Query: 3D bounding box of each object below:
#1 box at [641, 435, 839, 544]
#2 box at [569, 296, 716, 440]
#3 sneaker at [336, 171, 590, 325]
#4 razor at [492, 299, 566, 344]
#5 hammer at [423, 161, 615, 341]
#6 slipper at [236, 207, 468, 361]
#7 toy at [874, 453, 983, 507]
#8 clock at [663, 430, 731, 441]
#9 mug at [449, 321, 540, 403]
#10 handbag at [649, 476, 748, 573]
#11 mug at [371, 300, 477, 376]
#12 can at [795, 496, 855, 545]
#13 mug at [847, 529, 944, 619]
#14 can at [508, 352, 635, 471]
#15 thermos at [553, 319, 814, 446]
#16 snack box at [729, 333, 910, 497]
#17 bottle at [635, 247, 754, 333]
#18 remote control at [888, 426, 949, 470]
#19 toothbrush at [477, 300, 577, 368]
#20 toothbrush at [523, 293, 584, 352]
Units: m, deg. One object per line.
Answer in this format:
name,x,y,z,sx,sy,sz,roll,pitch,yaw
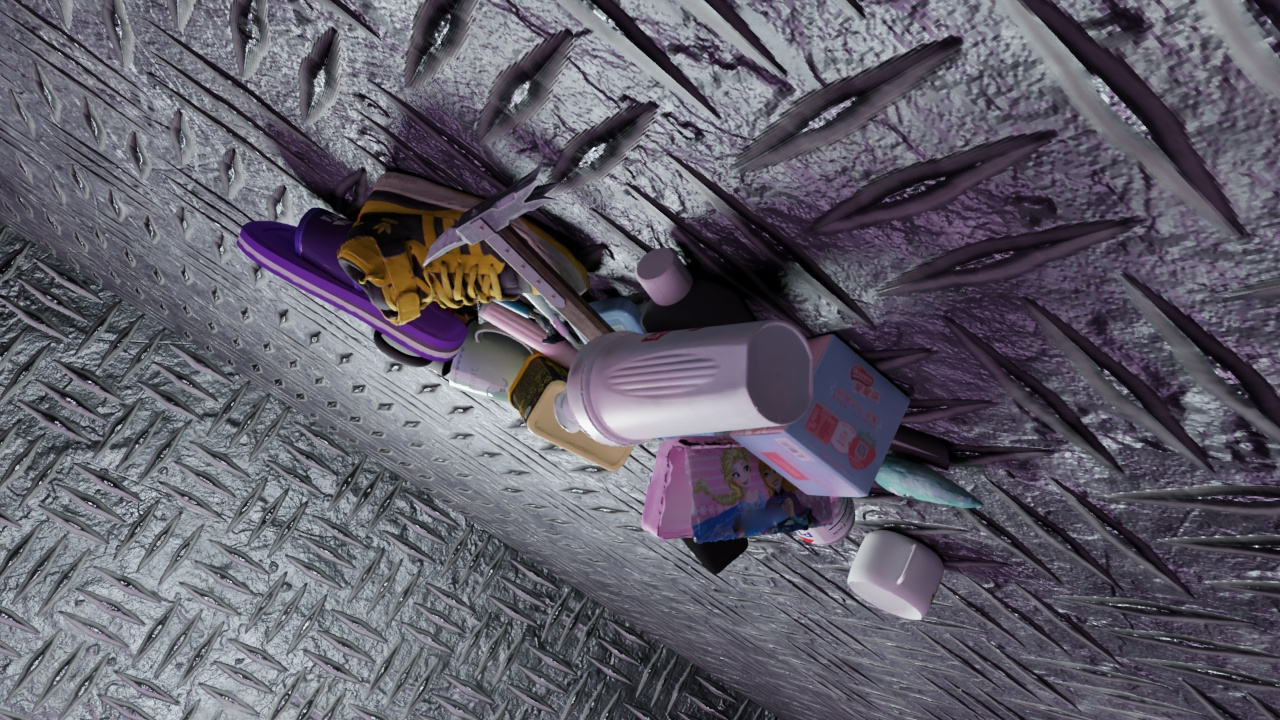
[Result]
box,0.112,0.111,0.793,0.230,0.085,0.071,2,-164,-41
box,-0.011,0.013,0.920,0.125,0.043,0.209,10,146,43
sneaker,-0.172,-0.081,0.837,0.239,0.122,0.086,24,161,20
razor,-0.143,-0.060,0.997,0.144,0.022,0.042,31,-164,10
hammer,-0.044,-0.026,0.822,0.147,0.028,0.317,-24,129,29
slipper,-0.302,-0.106,1.014,0.266,0.084,0.107,31,-159,1
toy,0.245,0.109,0.816,0.085,0.033,0.105,25,175,-11
clock,0.088,0.115,1.051,0.123,0.045,0.159,21,156,27
mug,-0.161,0.000,1.082,0.104,0.083,0.111,18,139,3
handbag,0.089,0.188,1.200,0.125,0.114,0.154,46,174,32
mug,-0.266,-0.032,1.098,0.098,0.117,0.082,30,122,2
can,0.167,0.133,0.947,0.070,0.070,0.132,9,151,45
mug,0.287,0.235,1.023,0.094,0.068,0.116,26,159,12
can,-0.072,0.058,1.026,0.130,0.072,0.101,29,-174,-24
thermos,0.030,0.018,0.700,0.099,0.099,0.221,41,152,-28
snack box,0.144,0.046,0.738,0.093,0.094,0.080,37,160,-18
bottle,0.051,-0.026,0.766,0.084,0.046,0.174,13,153,40
remote control,0.201,0.062,0.810,0.147,0.015,0.033,20,157,27
toothbrush,-0.080,-0.006,1.025,0.222,0.026,0.027,31,139,-1
toothbrush,-0.099,-0.056,0.949,0.022,0.015,0.155,10,151,41
